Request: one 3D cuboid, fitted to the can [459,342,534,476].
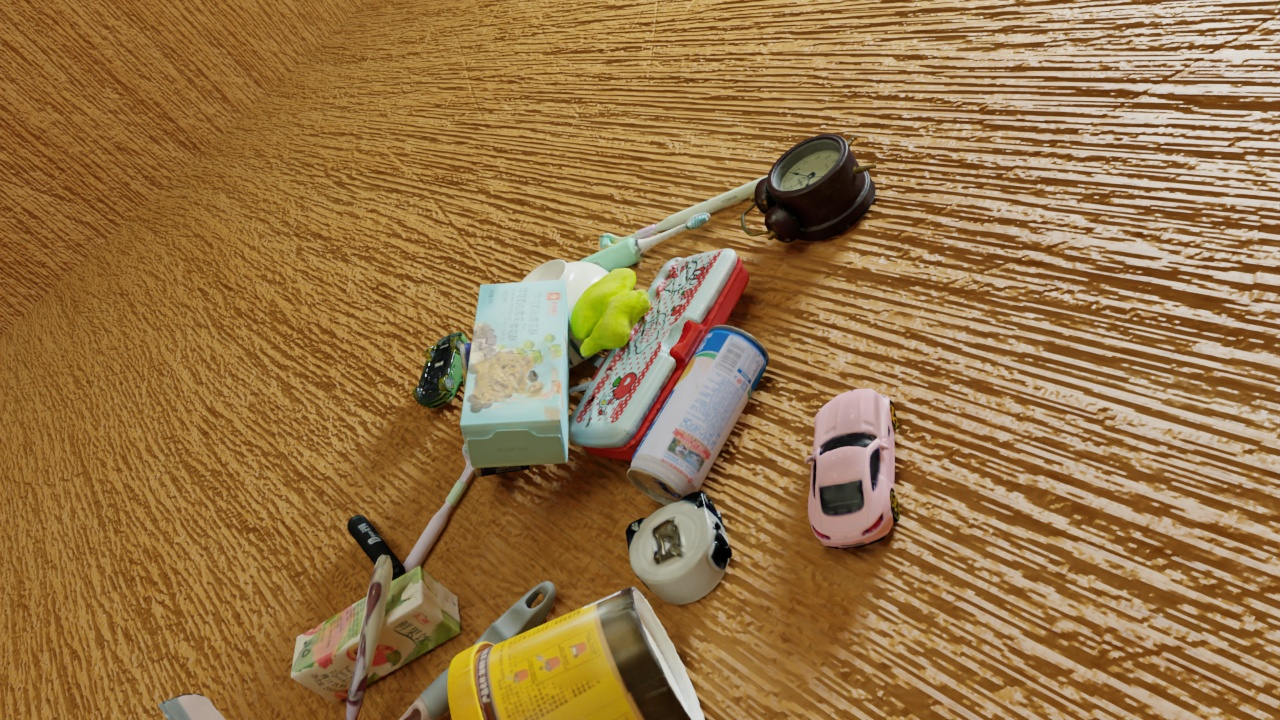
[{"bbox_3d":[-0.126,0.038,0.797,0.049,0.075,0.148,-8,40,-11],"label":"can"}]

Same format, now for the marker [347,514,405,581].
[{"bbox_3d":[-0.229,0.163,0.794,0.132,0.020,0.022,18,99,58],"label":"marker"}]

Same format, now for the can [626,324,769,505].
[{"bbox_3d":[0.043,0.041,0.679,0.053,0.053,0.134,7,56,44],"label":"can"}]

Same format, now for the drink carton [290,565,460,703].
[{"bbox_3d":[-0.203,0.211,0.709,0.122,0.053,0.045,-32,36,8],"label":"drink carton"}]

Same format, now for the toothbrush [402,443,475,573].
[{"bbox_3d":[-0.182,0.150,0.783,0.029,0.021,0.188,16,62,24],"label":"toothbrush"}]

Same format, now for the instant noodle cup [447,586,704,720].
[{"bbox_3d":[-0.033,0.199,0.532,0.114,0.118,0.118,-29,37,1],"label":"instant noodle cup"}]

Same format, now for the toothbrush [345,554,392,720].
[{"bbox_3d":[-0.205,0.233,0.658,0.016,0.017,0.187,6,77,19],"label":"toothbrush"}]

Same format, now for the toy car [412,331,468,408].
[{"bbox_3d":[-0.198,0.011,0.929,0.043,0.036,0.091,-16,41,26],"label":"toy car"}]

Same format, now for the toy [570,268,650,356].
[{"bbox_3d":[-0.029,-0.041,0.769,0.100,0.031,0.096,5,54,55],"label":"toy"}]

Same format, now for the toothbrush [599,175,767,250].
[{"bbox_3d":[0.044,-0.141,0.902,0.190,0.029,0.020,-19,0,22],"label":"toothbrush"}]

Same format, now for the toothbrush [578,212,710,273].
[{"bbox_3d":[-0.031,-0.098,0.913,0.225,0.026,0.027,-22,18,21],"label":"toothbrush"}]

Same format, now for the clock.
[{"bbox_3d":[0.142,-0.142,0.787,0.122,0.055,0.082,-29,38,16],"label":"clock"}]

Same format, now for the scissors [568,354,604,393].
[{"bbox_3d":[-0.005,0.011,0.786,0.159,0.014,0.177,-35,35,6],"label":"scissors"}]

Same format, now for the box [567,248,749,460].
[{"bbox_3d":[0.012,-0.011,0.742,0.087,0.047,0.200,2,53,48],"label":"box"}]

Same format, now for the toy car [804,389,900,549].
[{"bbox_3d":[0.136,0.065,0.591,0.056,0.037,0.122,-14,42,27],"label":"toy car"}]

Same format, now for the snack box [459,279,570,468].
[{"bbox_3d":[-0.096,0.006,0.736,0.074,0.052,0.174,-4,43,0],"label":"snack box"}]

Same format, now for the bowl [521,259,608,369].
[{"bbox_3d":[-0.076,-0.051,0.862,0.117,0.066,0.116,-25,35,19],"label":"bowl"}]

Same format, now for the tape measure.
[{"bbox_3d":[0.026,0.128,0.618,0.066,0.033,0.066,-31,37,12],"label":"tape measure"}]

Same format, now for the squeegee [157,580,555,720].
[{"bbox_3d":[-0.152,0.243,0.630,0.249,0.040,0.248,-39,62,-21],"label":"squeegee"}]
